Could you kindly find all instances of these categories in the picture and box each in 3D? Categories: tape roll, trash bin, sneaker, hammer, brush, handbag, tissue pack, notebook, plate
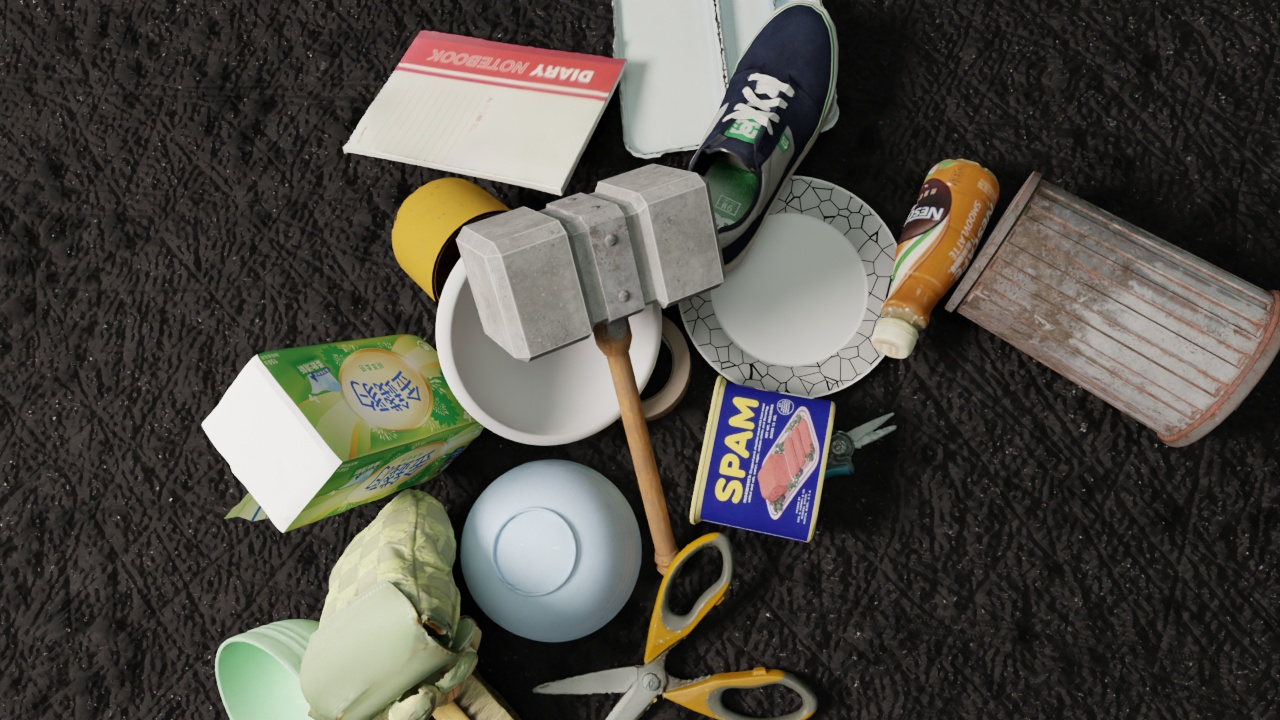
[{"bbox_3d":[-0.005,0.004,0.766,0.094,0.030,0.093,-1,80,6],"label":"tape roll"},{"bbox_3d":[0.355,-0.037,0.686,0.211,0.131,0.130,33,85,12],"label":"trash bin"},{"bbox_3d":[0.091,-0.183,0.720,0.084,0.079,0.235,24,88,14],"label":"sneaker"},{"bbox_3d":[-0.007,0.034,0.680,0.162,0.083,0.318,-22,115,-19],"label":"hammer"},{"bbox_3d":[-0.132,0.273,0.718,0.195,0.059,0.043,42,76,18],"label":"brush"},{"bbox_3d":[-0.169,0.186,0.677,0.113,0.186,0.117,-37,116,9],"label":"handbag"},{"bbox_3d":[-0.234,0.067,0.707,0.142,0.197,0.120,-46,72,21],"label":"tissue pack"},{"bbox_3d":[-0.134,-0.220,0.792,0.209,0.012,0.152,14,64,17],"label":"notebook"},{"bbox_3d":[0.124,-0.061,0.765,0.188,0.016,0.188,0,81,1],"label":"plate"}]

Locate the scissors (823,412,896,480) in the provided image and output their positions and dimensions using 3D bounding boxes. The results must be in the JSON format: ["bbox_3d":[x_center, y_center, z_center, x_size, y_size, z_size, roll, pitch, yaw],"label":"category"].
[{"bbox_3d":[0.134,0.079,0.745,0.144,0.019,0.126,15,81,7],"label":"scissors"}]

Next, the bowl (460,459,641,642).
[{"bbox_3d":[-0.077,0.151,0.727,0.150,0.075,0.150,-1,80,5],"label":"bowl"}]

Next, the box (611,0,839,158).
[{"bbox_3d":[0.069,-0.280,0.802,0.189,0.037,0.208,-10,73,12],"label":"box"}]

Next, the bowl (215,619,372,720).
[{"bbox_3d":[-0.251,0.261,0.711,0.151,0.076,0.151,15,118,31],"label":"bowl"}]

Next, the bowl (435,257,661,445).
[{"bbox_3d":[-0.075,-0.026,0.711,0.176,0.066,0.177,-5,101,-24],"label":"bowl"}]

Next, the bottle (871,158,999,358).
[{"bbox_3d":[0.230,-0.079,0.731,0.059,0.059,0.167,25,76,10],"label":"bottle"}]

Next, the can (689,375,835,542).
[{"bbox_3d":[0.095,0.078,0.711,0.092,0.056,0.116,10,78,10],"label":"can"}]

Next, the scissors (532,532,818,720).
[{"bbox_3d":[0.033,0.249,0.719,0.216,0.016,0.225,35,96,3],"label":"scissors"}]

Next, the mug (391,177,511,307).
[{"bbox_3d":[-0.142,-0.081,0.756,0.100,0.124,0.094,-21,39,-28],"label":"mug"}]
